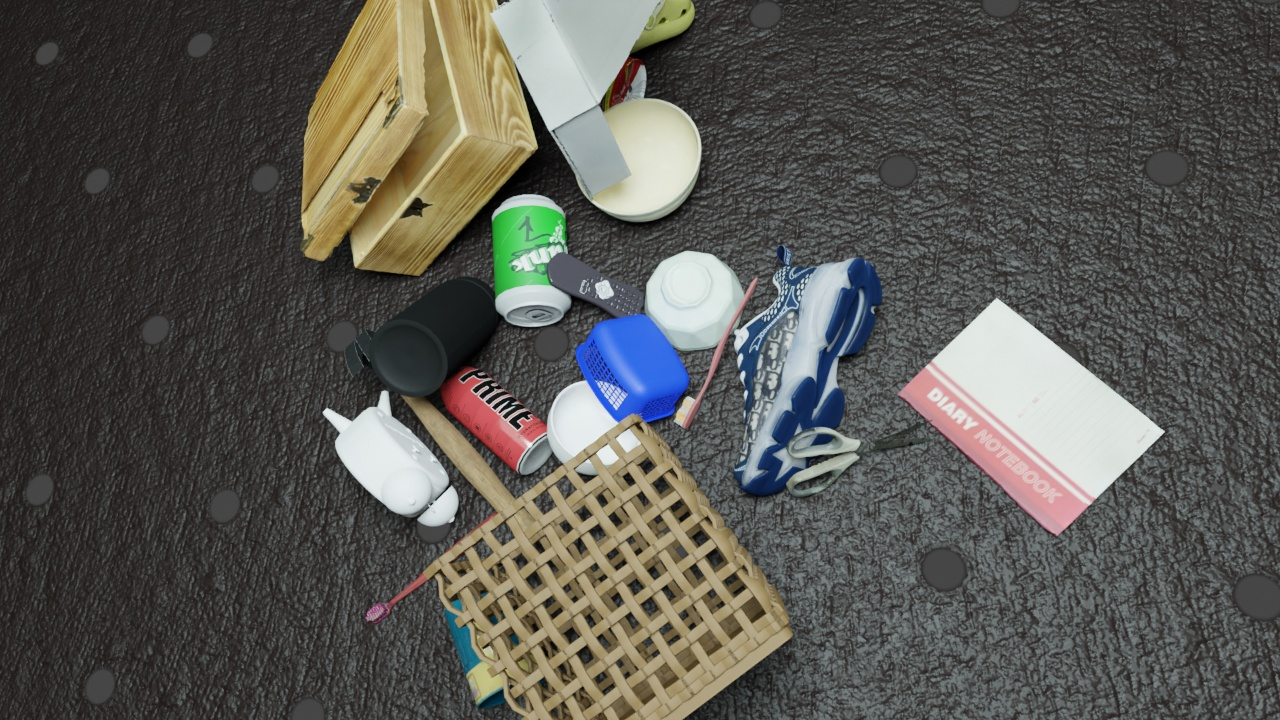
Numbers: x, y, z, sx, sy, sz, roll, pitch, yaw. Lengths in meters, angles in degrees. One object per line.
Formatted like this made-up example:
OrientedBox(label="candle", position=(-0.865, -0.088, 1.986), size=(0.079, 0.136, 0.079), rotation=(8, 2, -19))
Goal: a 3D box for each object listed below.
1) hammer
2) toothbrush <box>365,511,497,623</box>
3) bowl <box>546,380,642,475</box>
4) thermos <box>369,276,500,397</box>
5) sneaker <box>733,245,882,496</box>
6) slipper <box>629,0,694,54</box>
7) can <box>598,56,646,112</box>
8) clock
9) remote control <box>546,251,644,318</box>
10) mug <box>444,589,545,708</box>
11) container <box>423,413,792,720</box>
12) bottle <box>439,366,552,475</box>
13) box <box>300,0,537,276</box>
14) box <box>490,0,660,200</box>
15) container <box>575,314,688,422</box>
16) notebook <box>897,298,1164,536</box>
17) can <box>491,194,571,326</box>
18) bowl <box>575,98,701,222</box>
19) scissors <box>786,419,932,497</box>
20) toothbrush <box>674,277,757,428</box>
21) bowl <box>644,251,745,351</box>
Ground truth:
OrientedBox(label="hammer", position=(-0.220, 0.085, 1.035), size=(0.040, 0.132, 0.305), rotation=(-43, 77, 0))
OrientedBox(label="toothbrush", position=(-0.232, 0.232, 1.032), size=(0.190, 0.016, 0.016), rotation=(-39, 68, -1))
OrientedBox(label="bowl", position=(-0.053, 0.079, 1.007), size=(0.105, 0.054, 0.104), rotation=(9, 56, -13))
OrientedBox(label="thermos", position=(-0.219, -0.037, 1.032), size=(0.086, 0.198, 0.086), rotation=(4, 112, 10))
OrientedBox(label="sneaker", position=(0.147, 0.008, 0.982), size=(0.132, 0.103, 0.269), rotation=(22, 90, 41))
OrientedBox(label="slipper", position=(-0.006, -0.433, 1.121), size=(0.092, 0.082, 0.190), rotation=(26, 46, 24))
OrientedBox(label="can", position=(-0.064, -0.345, 1.138), size=(0.116, 0.086, 0.086), rotation=(22, 79, 18))
OrientedBox(label="clock", position=(-0.268, 0.109, 1.021), size=(0.073, 0.125, 0.161), rotation=(-45, 63, -3))
OrientedBox(label="remote control", position=(-0.051, -0.084, 1.051), size=(0.124, 0.009, 0.046), rotation=(26, 63, -20))
OrientedBox(label="mug", position=(-0.150, 0.288, 0.944), size=(0.083, 0.114, 0.107), rotation=(-22, 66, -8))
OrientedBox(label="container", position=(-0.015, 0.212, 0.845), size=(0.219, 0.251, 0.214), rotation=(-37, 78, 0))
OrientedBox(label="bottle", position=(-0.177, 0.055, 1.051), size=(0.176, 0.062, 0.062), rotation=(38, 84, 21))
OrientedBox(label="box", position=(-0.276, -0.276, 1.061), size=(0.280, 0.167, 0.244), rotation=(-37, 58, 42))
OrientedBox(label="box", position=(-0.061, -0.350, 0.862), size=(0.119, 0.480, 0.166), rotation=(-21, 70, -17))
OrientedBox(label="container", position=(-0.006, 0.006, 1.003), size=(0.096, 0.058, 0.114), rotation=(-14, 61, -38))
OrientedBox(label="notebook", position=(0.396, 0.054, 0.943), size=(0.153, 0.012, 0.209), rotation=(-44, 68, -2))
OrientedBox(label="can", position=(-0.129, -0.117, 1.081), size=(0.088, 0.088, 0.139), rotation=(-9, 71, 10))
OrientedBox(label="bowl", position=(0.004, -0.226, 1.091), size=(0.151, 0.075, 0.150), rotation=(-4, 73, 12))
OrientedBox(label="scissors", position=(0.218, 0.098, 0.947), size=(0.155, 0.163, 0.012), rotation=(-57, 34, 27))
OrientedBox(label="toothbrush", position=(0.084, -0.009, 1.004), size=(0.016, 0.015, 0.184), rotation=(31, 102, 24))
OrientedBox(label="bowl", position=(0.057, -0.075, 1.038), size=(0.117, 0.061, 0.117), rotation=(-4, 71, 12))
